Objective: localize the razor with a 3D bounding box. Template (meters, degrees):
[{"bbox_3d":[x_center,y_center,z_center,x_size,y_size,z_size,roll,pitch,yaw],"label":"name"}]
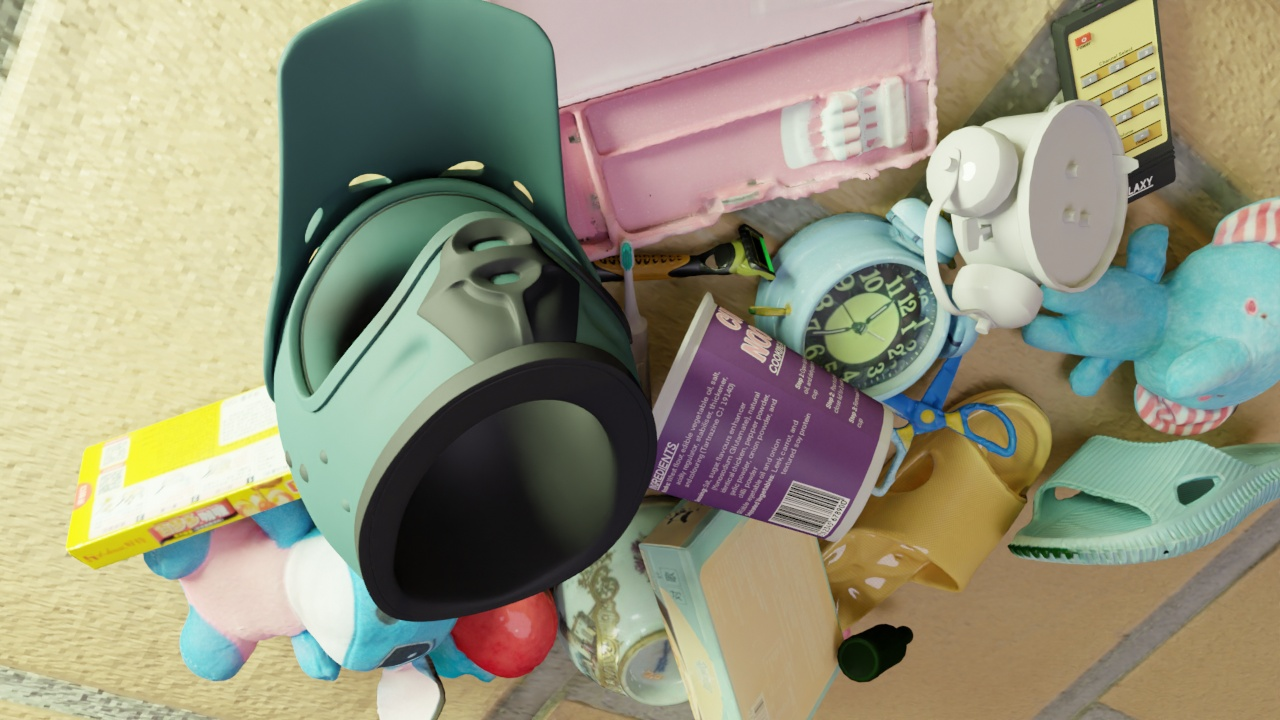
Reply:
[{"bbox_3d":[0.006,-0.058,0.547,0.144,0.044,0.021,-4,134,-4],"label":"razor"}]

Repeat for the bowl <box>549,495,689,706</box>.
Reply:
[{"bbox_3d":[0.012,0.188,0.663,0.160,0.093,0.160,-5,122,-8],"label":"bowl"}]

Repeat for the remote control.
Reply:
[{"bbox_3d":[0.290,-0.155,0.558,0.058,0.013,0.133,-27,123,5],"label":"remote control"}]

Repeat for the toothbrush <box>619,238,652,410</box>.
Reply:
[{"bbox_3d":[-0.003,0.003,0.570,0.018,0.019,0.188,-2,132,2],"label":"toothbrush"}]

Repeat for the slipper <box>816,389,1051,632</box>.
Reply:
[{"bbox_3d":[0.204,0.136,0.682,0.099,0.078,0.264,36,110,-29],"label":"slipper"}]

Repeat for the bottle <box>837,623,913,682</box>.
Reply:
[{"bbox_3d":[0.185,0.218,0.698,0.033,0.033,0.122,-48,153,17],"label":"bottle"}]

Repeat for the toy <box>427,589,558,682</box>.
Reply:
[{"bbox_3d":[-0.113,0.189,0.657,0.133,0.062,0.092,-34,91,31],"label":"toy"}]

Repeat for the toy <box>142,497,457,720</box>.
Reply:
[{"bbox_3d":[-0.205,0.154,0.593,0.191,0.099,0.224,-2,110,-4],"label":"toy"}]

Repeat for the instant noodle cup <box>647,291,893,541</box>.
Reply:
[{"bbox_3d":[0.069,0.045,0.529,0.122,0.121,0.137,23,150,4],"label":"instant noodle cup"}]

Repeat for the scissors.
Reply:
[{"bbox_3d":[0.197,0.041,0.633,0.125,0.013,0.126,29,84,4],"label":"scissors"}]

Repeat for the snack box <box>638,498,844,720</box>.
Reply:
[{"bbox_3d":[0.077,0.165,0.615,0.044,0.141,0.194,-3,113,38],"label":"snack box"}]

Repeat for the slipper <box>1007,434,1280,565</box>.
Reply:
[{"bbox_3d":[0.384,0.086,0.666,0.275,0.116,0.069,-13,93,-26],"label":"slipper"}]

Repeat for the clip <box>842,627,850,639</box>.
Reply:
[{"bbox_3d":[0.157,0.245,0.764,0.023,0.045,0.060,13,131,-23],"label":"clip"}]

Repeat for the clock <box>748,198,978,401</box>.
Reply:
[{"bbox_3d":[0.150,-0.037,0.574,0.162,0.060,0.118,-30,121,2],"label":"clock"}]

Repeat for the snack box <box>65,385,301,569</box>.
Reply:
[{"bbox_3d":[-0.253,0.062,0.537,0.152,0.075,0.025,-19,139,0],"label":"snack box"}]

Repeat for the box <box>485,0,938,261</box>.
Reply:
[{"bbox_3d":[0.045,-0.159,0.488,0.232,0.040,0.179,-15,127,-2],"label":"box"}]

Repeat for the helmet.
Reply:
[{"bbox_3d":[-0.092,-0.014,0.448,0.176,0.200,0.275,-12,146,-21],"label":"helmet"}]

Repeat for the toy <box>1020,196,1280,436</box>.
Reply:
[{"bbox_3d":[0.353,-0.020,0.605,0.180,0.114,0.184,4,127,-2],"label":"toy"}]

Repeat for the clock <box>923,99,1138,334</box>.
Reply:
[{"bbox_3d":[0.216,-0.083,0.518,0.158,0.061,0.120,-33,114,-29],"label":"clock"}]
